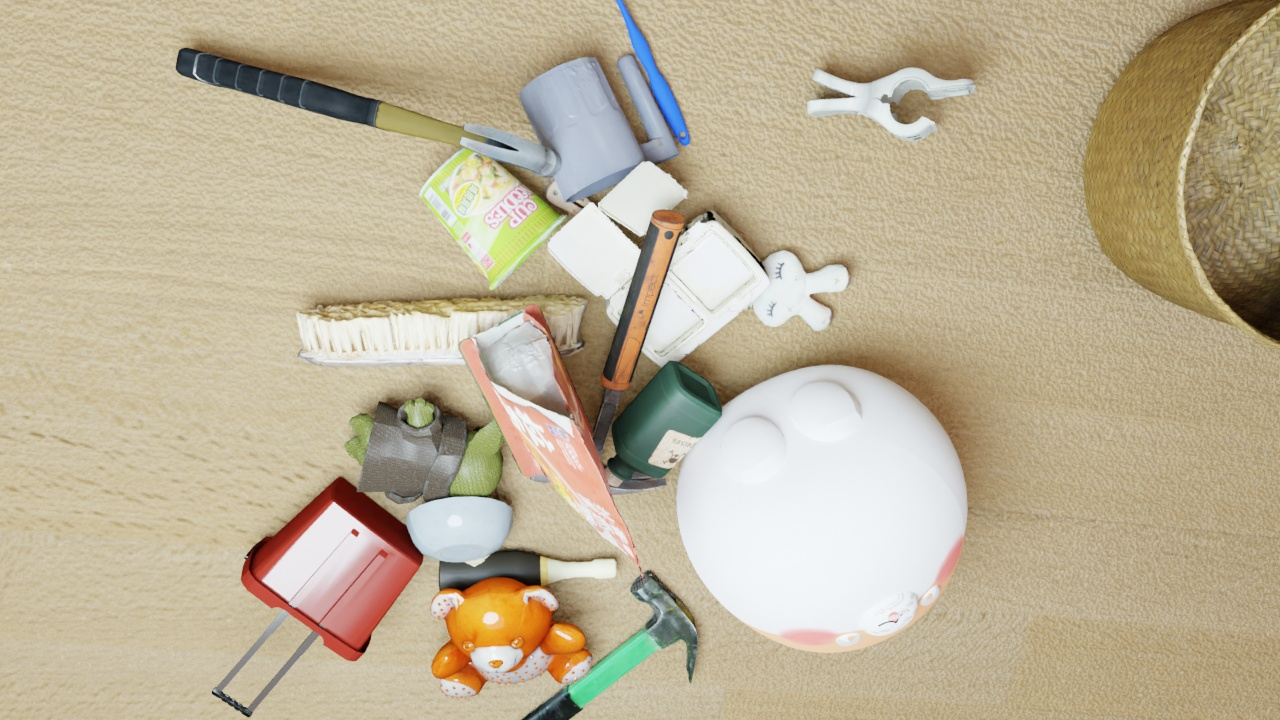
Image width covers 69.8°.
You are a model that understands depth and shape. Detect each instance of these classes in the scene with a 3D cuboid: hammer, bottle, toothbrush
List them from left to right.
[{"bbox_3d":[-0.237,-0.211,0.769,0.333,0.117,0.025,17,98,10],"label":"hammer"},{"bbox_3d":[-0.117,0.223,0.968,0.184,0.045,0.045,-1,106,-5],"label":"bottle"},{"bbox_3d":[-0.071,0.376,1.025,0.319,0.032,0.130,-39,106,6],"label":"hammer"},{"bbox_3d":[-0.005,0.005,0.879,0.137,0.035,0.315,12,121,-11],"label":"hammer"},{"bbox_3d":[0.004,-0.284,0.854,0.016,0.018,0.182,-28,109,2],"label":"toothbrush"},{"bbox_3d":[0.011,0.069,0.864,0.061,0.061,0.131,31,113,-25],"label":"bottle"}]

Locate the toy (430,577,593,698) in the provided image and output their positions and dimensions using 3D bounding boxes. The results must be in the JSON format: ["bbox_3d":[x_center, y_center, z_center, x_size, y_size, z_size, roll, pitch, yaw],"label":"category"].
[{"bbox_3d":[-0.136,0.285,0.930,0.164,0.092,0.173,-6,137,2],"label":"toy"}]

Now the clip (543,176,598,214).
[{"bbox_3d":[-0.064,-0.152,0.870,0.061,0.041,0.024,29,102,-7],"label":"clip"}]

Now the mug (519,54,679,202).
[{"bbox_3d":[-0.036,-0.214,0.833,0.123,0.084,0.104,-27,94,-23],"label":"mug"}]

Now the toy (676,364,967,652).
[{"bbox_3d":[0.176,0.150,0.868,0.263,0.265,0.281,-28,124,0],"label":"toy"}]

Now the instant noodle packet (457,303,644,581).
[{"bbox_3d":[-0.058,0.067,0.760,0.084,0.221,0.164,-28,121,-13],"label":"instant noodle packet"}]

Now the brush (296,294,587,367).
[{"bbox_3d":[-0.186,-0.028,0.870,0.271,0.083,0.057,-2,106,-5],"label":"brush"}]

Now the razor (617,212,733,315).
[{"bbox_3d":[0.028,-0.092,0.907,0.144,0.022,0.042,-42,145,11],"label":"razor"}]

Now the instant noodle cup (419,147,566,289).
[{"bbox_3d":[-0.140,-0.137,0.843,0.099,0.099,0.108,-43,98,7],"label":"instant noodle cup"}]

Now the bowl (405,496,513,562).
[{"bbox_3d":[-0.179,0.174,0.916,0.106,0.039,0.106,-6,151,-4],"label":"bowl"}]

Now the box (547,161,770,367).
[{"bbox_3d":[0.017,-0.088,0.861,0.144,0.050,0.184,-41,114,17],"label":"box"}]

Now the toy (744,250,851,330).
[{"bbox_3d":[0.144,-0.069,0.915,0.122,0.038,0.079,7,115,-3],"label":"toy"}]

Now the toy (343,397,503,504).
[{"bbox_3d":[-0.211,0.094,0.903,0.152,0.078,0.180,14,130,-14],"label":"toy"}]

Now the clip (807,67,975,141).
[{"bbox_3d":[0.227,-0.226,0.842,0.152,0.126,0.096,-3,99,19],"label":"clip"}]

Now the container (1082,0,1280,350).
[{"bbox_3d":[0.575,-0.185,0.844,0.307,0.196,0.307,-2,107,-6],"label":"container"}]

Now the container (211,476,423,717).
[{"bbox_3d":[-0.326,0.234,0.908,0.148,0.127,0.201,42,88,-15],"label":"container"}]
